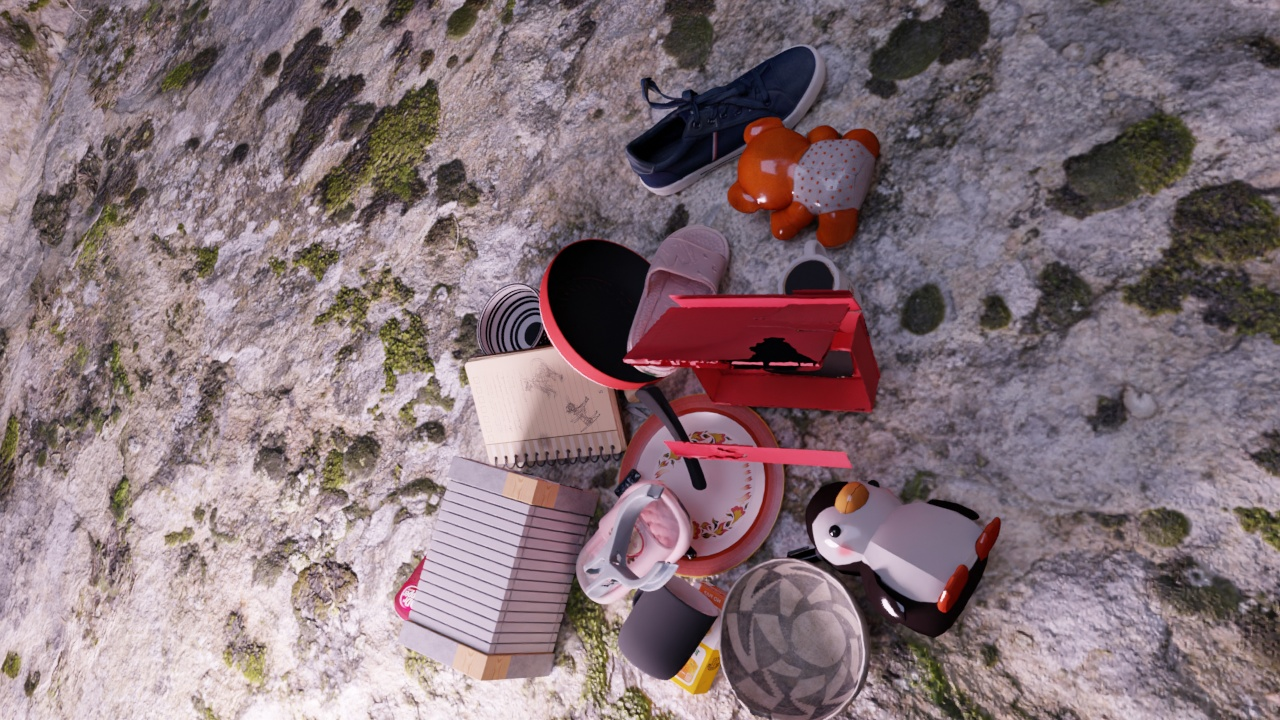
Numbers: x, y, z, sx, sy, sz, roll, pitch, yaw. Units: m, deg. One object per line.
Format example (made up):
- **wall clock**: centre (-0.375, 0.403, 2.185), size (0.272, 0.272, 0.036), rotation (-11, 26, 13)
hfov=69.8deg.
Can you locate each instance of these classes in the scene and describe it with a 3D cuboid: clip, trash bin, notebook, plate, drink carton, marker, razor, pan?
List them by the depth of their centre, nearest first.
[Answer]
- **clip**: centre (-0.007, 0.241, 1.040), size (0.174, 0.030, 0.158), rotation (-58, 33, 25)
- **marker**: centre (0.226, 0.212, 1.052), size (0.139, 0.016, 0.022), rotation (-24, 59, 21)
- **drink carton**: centre (0.074, 0.326, 1.092), size (0.058, 0.040, 0.122), rotation (24, 89, 33)
- **razor**: centre (0.020, 0.195, 1.146), size (0.144, 0.022, 0.043), rotation (43, 100, 32)
- **plate**: centre (0.075, 0.155, 1.153), size (0.230, 0.021, 0.229), rotation (-9, 71, 28)
- **pan**: centre (-0.007, 0.006, 1.160), size (0.067, 0.208, 0.356), rotation (-38, 69, 46)
- **trash bin**: centre (-0.181, 0.269, 1.199), size (0.143, 0.142, 0.246), rotation (11, 81, 32)
- **notebook**: centre (-0.130, 0.064, 1.259), size (0.226, 0.024, 0.167), rotation (-8, 99, 29)

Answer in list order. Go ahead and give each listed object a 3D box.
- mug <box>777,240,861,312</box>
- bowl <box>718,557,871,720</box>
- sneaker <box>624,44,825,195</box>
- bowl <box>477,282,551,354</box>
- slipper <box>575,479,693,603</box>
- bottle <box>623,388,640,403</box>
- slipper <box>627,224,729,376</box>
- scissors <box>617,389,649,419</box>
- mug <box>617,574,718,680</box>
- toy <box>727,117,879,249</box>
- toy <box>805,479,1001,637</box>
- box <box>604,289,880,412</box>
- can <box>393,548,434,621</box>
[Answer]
- **mug**: centre (0.215, -0.091, 1.101), size (0.074, 0.089, 0.105), rotation (-10, 71, 28)
- **bowl**: centre (0.179, 0.307, 1.011), size (0.179, 0.081, 0.178), rotation (-8, 77, 36)
- **sneaker**: centre (0.101, -0.339, 1.223), size (0.295, 0.127, 0.120), rotation (-29, 64, 18)
- **bowl**: centre (-0.169, -0.046, 1.328), size (0.120, 0.066, 0.120), rotation (-9, 71, 28)
- **slipper**: centre (-0.017, 0.227, 1.134), size (0.222, 0.055, 0.106), rotation (-49, 65, 36)
- **bottle**: centre (-0.032, -0.019, 1.244), size (0.060, 0.059, 0.166), rotation (-33, 62, 18)
- **slipper**: centre (0.050, -0.090, 1.155), size (0.094, 0.065, 0.238), rotation (24, 59, 0)
- **scissors**: centre (-0.050, 0.048, 1.259), size (0.149, 0.019, 0.122), rotation (-19, 63, 19)
- **mug**: centre (0.022, 0.299, 1.064), size (0.094, 0.085, 0.121), rotation (-57, 29, 4)
- **toy**: centre (0.203, -0.231, 1.157), size (0.172, 0.092, 0.163), rotation (17, 87, 20)
- **toy**: centre (0.262, 0.201, 0.973), size (0.184, 0.140, 0.158), rotation (27, 52, 32)
- **box**: centre (0.126, -0.026, 0.999), size (0.211, 0.318, 0.121), rotation (2, 79, 27)
- **can**: centre (-0.295, 0.316, 1.300), size (0.063, 0.063, 0.114), rotation (41, 98, 32)
